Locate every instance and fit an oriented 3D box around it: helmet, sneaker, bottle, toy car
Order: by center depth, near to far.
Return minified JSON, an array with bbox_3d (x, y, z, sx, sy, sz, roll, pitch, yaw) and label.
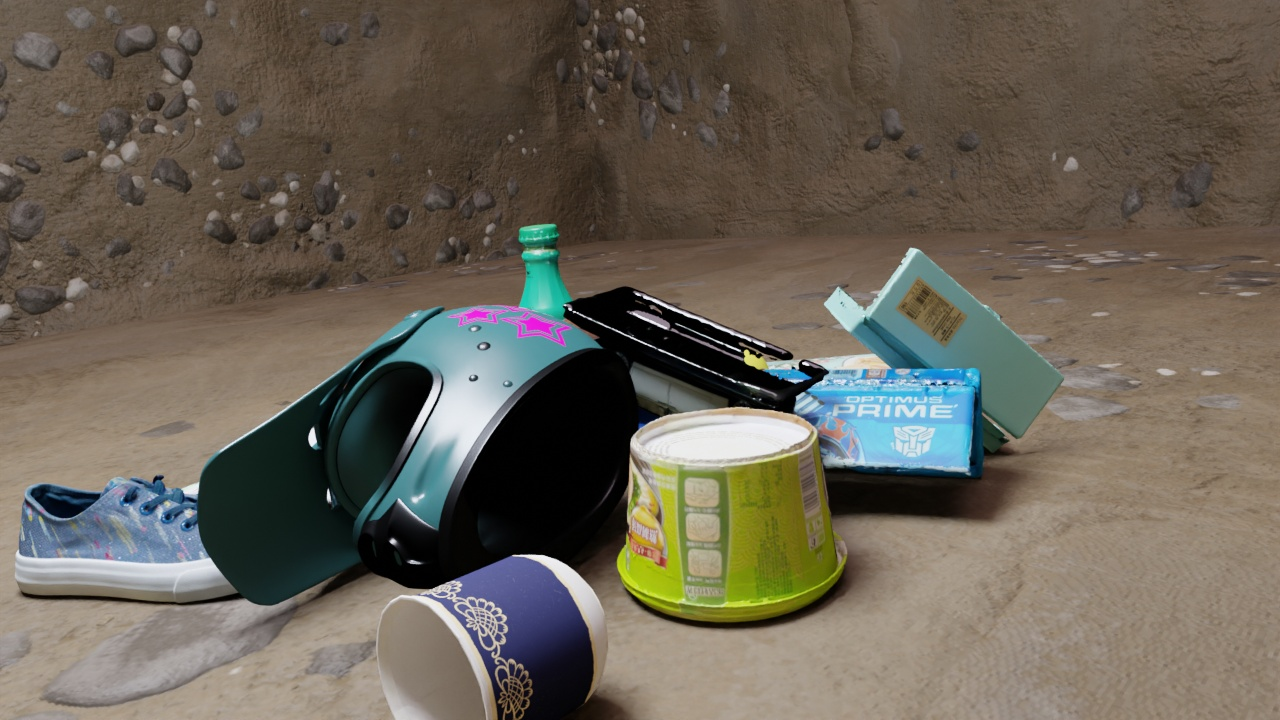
[{"bbox_3d":[-0.142,0.064,0.637,0.200,0.176,0.273,7,27,30],"label":"helmet"},{"bbox_3d":[-0.349,0.122,0.665,0.236,0.079,0.087,-4,12,9],"label":"sneaker"},{"bbox_3d":[0.035,0.010,0.701,0.192,0.071,0.093,22,26,27],"label":"toy car"},{"bbox_3d":[-0.105,-0.047,1.041,0.068,0.210,0.068,-5,12,1],"label":"bottle"}]

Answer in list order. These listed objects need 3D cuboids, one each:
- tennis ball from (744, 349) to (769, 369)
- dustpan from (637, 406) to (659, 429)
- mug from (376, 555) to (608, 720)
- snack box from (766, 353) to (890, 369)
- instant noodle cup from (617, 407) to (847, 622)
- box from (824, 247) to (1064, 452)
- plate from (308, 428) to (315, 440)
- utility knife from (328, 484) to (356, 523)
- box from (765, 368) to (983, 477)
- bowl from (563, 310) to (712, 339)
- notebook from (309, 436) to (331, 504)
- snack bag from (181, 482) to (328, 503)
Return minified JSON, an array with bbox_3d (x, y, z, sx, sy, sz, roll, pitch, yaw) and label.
[{"bbox_3d":[0.089,0.019,0.856,0.065,0.065,0.065,-5,12,1],"label":"tennis ball"},{"bbox_3d":[-0.039,0.044,0.949,0.258,0.059,0.244,11,18,25],"label":"dustpan"},{"bbox_3d":[-0.072,0.146,0.450,0.089,0.085,0.112,-14,-21,-46],"label":"mug"},{"bbox_3d":[0.194,0.037,0.905,0.141,0.044,0.193,-5,14,7],"label":"snack box"},{"bbox_3d":[0.054,0.090,0.584,0.146,0.098,0.146,-5,12,1],"label":"instant noodle cup"},{"bbox_3d":[0.254,-0.015,0.752,0.188,0.093,0.077,37,16,-19],"label":"box"},{"bbox_3d":[-0.277,0.071,0.956,0.229,0.030,0.229,-5,8,1],"label":"plate"},{"bbox_3d":[-0.243,0.108,0.760,0.028,0.020,0.172,-25,30,-13],"label":"utility knife"},{"bbox_3d":[0.137,0.069,0.721,0.244,0.094,0.115,0,33,23],"label":"box"},{"bbox_3d":[-0.005,0.005,0.833,0.147,0.068,0.147,0,-11,0],"label":"bowl"},{"bbox_3d":[-0.211,0.056,0.872,0.178,0.013,0.244,9,36,36],"label":"notebook"},{"bbox_3d":[-0.331,0.121,0.764,0.116,0.036,0.076,-1,12,22],"label":"snack bag"}]
